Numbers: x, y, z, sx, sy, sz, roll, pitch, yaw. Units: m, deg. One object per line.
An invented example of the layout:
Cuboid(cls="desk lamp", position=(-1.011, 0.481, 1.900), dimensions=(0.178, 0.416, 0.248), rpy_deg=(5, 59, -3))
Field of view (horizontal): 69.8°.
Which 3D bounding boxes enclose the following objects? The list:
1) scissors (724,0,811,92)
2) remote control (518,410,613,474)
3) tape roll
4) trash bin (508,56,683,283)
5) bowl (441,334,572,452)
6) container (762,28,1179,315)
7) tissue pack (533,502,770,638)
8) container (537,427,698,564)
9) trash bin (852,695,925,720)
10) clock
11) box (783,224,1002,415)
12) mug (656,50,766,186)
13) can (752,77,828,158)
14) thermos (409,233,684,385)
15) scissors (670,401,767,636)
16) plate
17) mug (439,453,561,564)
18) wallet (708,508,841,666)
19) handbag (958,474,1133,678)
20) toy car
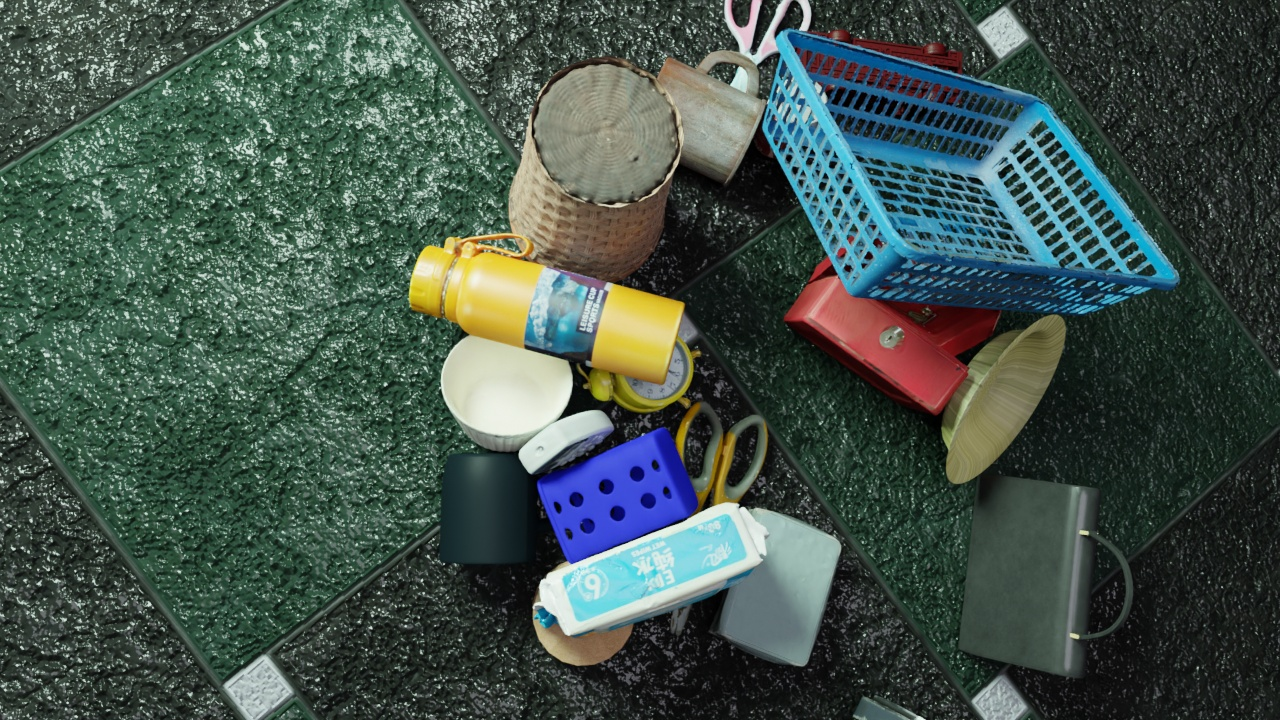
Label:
Cuboid(cls="scissors", position=(0.127, -0.309, 0.948), dimensions=(0.101, 0.016, 0.178), rpy_deg=(11, 82, -7))
Cuboid(cls="remote control", position=(-0.064, 0.072, 0.827), dimensions=(0.060, 0.114, 0.028), rpy_deg=(-39, 80, 19))
Cuboid(cls="tape roll", position=(-0.053, 0.232, 0.852), dimensions=(0.094, 0.027, 0.094), rpy_deg=(1, 83, -8))
Cuboid(cls="trash bin", position=(-0.038, -0.156, 0.806), dimensions=(0.151, 0.210, 0.151), rpy_deg=(1, 84, -8))
Cuboid(cls="bowl", position=(-0.121, 0.032, 0.833), dimensions=(0.115, 0.063, 0.115), rpy_deg=(4, 56, -6))
Cuboid(cls="container", position=(0.283, -0.150, 0.823), dimensions=(0.361, 0.089, 0.256), rpy_deg=(2, 54, -31))
Cuboid(cls="tissue pack", position=(0.005, 0.185, 0.786), dimensions=(0.209, 0.117, 0.066), rpy_deg=(-18, 72, -7))
Cuboid(cls="container", position=(-0.017, 0.120, 0.823), dimensions=(0.114, 0.085, 0.084), rpy_deg=(-24, 86, 10))
Cuboid(cls="trash bin", position=(0.211, 0.430, 0.805), dimensions=(0.164, 0.164, 0.227), rpy_deg=(32, 76, -4))
Cuboid(cls="clock", position=(-0.005, 0.005, 0.869), dimensions=(0.118, 0.057, 0.083), rpy_deg=(15, 82, -13))
Cuboid(cls="box", position=(0.226, -0.025, 0.873), dimensions=(0.157, 0.137, 0.126), rpy_deg=(32, 71, -2))
Cuboid(cls="mug", position=(0.062, -0.246, 0.889), dimensions=(0.110, 0.096, 0.123), rpy_deg=(24, 88, -9))
Cuboid(cls="can", position=(0.144, -0.235, 0.899), dimensions=(0.054, 0.097, 0.054), rpy_deg=(1, 83, -8))
Cuboid(cls="thermos", position=(-0.080, -0.050, 0.807), dimensions=(0.233, 0.076, 0.091), rpy_deg=(15, 69, 2))
Cuboid(cls="scissors", position=(0.070, 0.155, 0.881), dimensions=(0.113, 0.016, 0.229), rpy_deg=(8, 91, -25))
Cuboid(cls="plate", position=(0.337, 0.031, 0.883), dimensions=(0.184, 0.184, 0.036), rpy_deg=(-46, 53, -11))
Cuboid(cls="mug", position=(-0.121, 0.133, 0.832), dimensions=(0.121, 0.085, 0.094), rpy_deg=(6, 82, -36))
Cuboid(cls="wallet", position=(0.128, 0.214, 0.869), dimensions=(0.100, 0.054, 0.131), rpy_deg=(25, 78, -13))
Cuboid(cls="handbag", position=(0.379, 0.197, 0.833), dimensions=(0.072, 0.196, 0.175), rpy_deg=(10, 82, -7))
Cuboid(cls="toy car", position=(0.236, -0.288, 0.936), dimensions=(0.169, 0.062, 0.070), rpy_deg=(5, 83, -8))
